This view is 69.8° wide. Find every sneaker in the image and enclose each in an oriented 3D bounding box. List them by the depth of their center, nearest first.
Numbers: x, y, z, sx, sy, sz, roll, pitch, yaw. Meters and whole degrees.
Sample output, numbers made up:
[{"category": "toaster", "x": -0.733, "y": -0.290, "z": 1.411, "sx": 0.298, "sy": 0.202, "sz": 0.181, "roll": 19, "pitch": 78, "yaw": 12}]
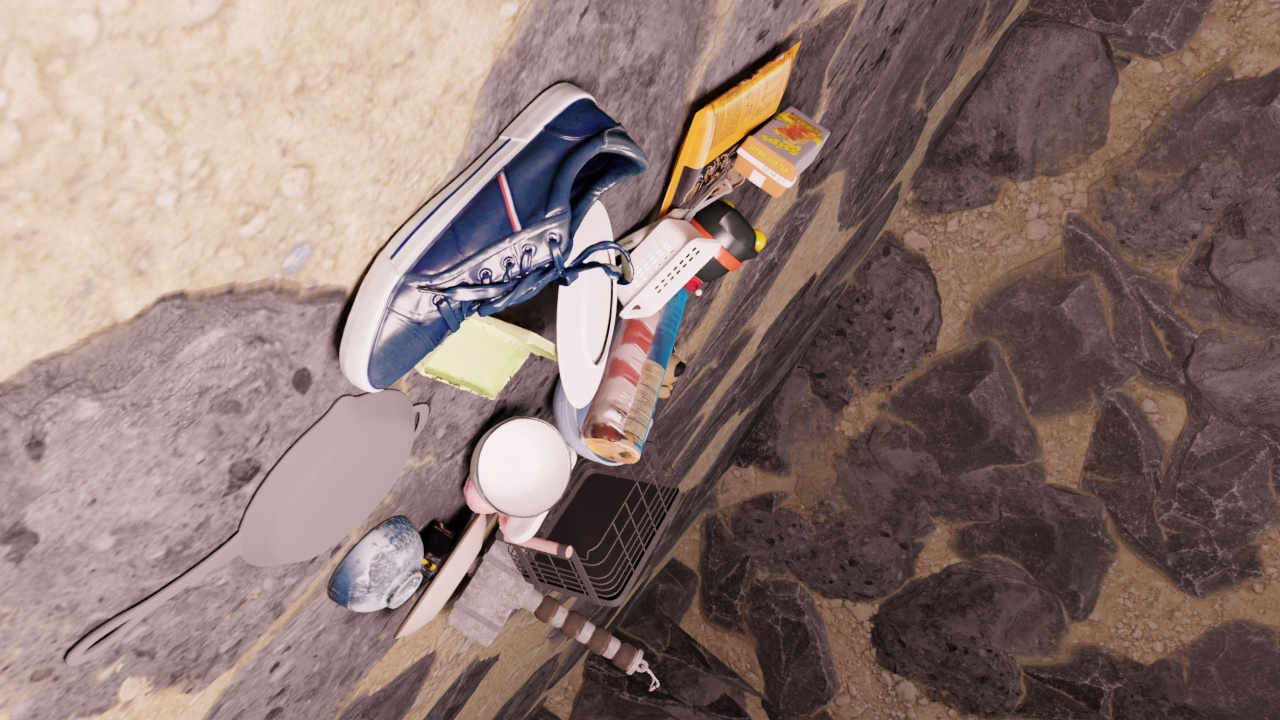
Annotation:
[{"category": "sneaker", "x": -0.099, "y": -0.073, "z": 0.709, "sx": 0.294, "sy": 0.127, "sz": 0.121, "roll": -48, "pitch": 164, "yaw": -10}]

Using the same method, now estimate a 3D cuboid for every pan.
[{"category": "pan", "x": -0.300, "y": 0.138, "z": 0.768, "sx": 0.353, "sy": 0.024, "sz": 0.217, "roll": -38, "pitch": 159, "yaw": -44}]

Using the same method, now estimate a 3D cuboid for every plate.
[{"category": "plate", "x": -0.045, "y": -0.056, "z": 0.916, "sx": 0.208, "sy": 0.015, "sz": 0.208, "roll": 6, "pitch": 89, "yaw": -79}, {"category": "plate", "x": -0.238, "y": 0.266, "z": 1.132, "sx": 0.189, "sy": 0.027, "sz": 0.188, "roll": -55, "pitch": -176, "yaw": 6}]

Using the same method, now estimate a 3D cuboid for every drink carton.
[{"category": "drink carton", "x": 0.171, "y": -0.251, "z": 1.100, "sx": 0.124, "sy": 0.076, "sz": 0.049, "roll": -45, "pitch": 169, "yaw": -46}]

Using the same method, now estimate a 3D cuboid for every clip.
[{"category": "clip", "x": 0.110, "y": -0.227, "z": 1.164, "sx": 0.041, "sy": 0.024, "sz": 0.061, "roll": -36, "pitch": -170, "yaw": -16}]

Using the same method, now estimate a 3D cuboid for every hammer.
[{"category": "hammer", "x": -0.106, "y": 0.380, "z": 1.339, "sx": 0.177, "sy": 0.326, "sz": 0.079, "roll": -58, "pitch": -178, "yaw": 17}]

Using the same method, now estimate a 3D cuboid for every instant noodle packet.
[{"category": "instant noodle packet", "x": 0.103, "y": -0.266, "z": 1.064, "sx": 0.220, "sy": 0.032, "sz": 0.160, "roll": -42, "pitch": 164, "yaw": -36}]

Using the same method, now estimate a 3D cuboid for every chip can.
[{"category": "chip can", "x": -0.007, "y": 0.007, "z": 1.118, "sx": 0.080, "sy": 0.080, "sz": 0.229, "roll": 92, "pitch": 14, "yaw": -66}]

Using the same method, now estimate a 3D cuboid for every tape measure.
[{"category": "tape measure", "x": -0.250, "y": 0.234, "z": 1.077, "sx": 0.063, "sy": 0.038, "sz": 0.067, "roll": -47, "pitch": -164, "yaw": 18}]

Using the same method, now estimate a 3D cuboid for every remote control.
[{"category": "remote control", "x": -0.118, "y": 0.158, "z": 1.097, "sx": 0.013, "sy": 0.043, "sz": 0.136, "roll": 55, "pitch": 52, "yaw": -37}]

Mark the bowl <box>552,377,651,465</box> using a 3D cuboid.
[{"category": "bowl", "x": -0.059, "y": 0.058, "z": 1.169, "sx": 0.150, "sy": 0.075, "sz": 0.150, "roll": 3, "pitch": 86, "yaw": -52}]

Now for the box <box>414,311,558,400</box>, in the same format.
[{"category": "box", "x": -0.133, "y": -0.009, "z": 0.880, "sx": 0.130, "sy": 0.064, "sz": 0.188, "roll": -12, "pitch": 168, "yaw": 11}]

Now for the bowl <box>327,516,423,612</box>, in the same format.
[{"category": "bowl", "x": -0.274, "y": 0.232, "z": 0.993, "sx": 0.114, "sy": 0.061, "sz": 0.114, "roll": -47, "pitch": 164, "yaw": -19}]

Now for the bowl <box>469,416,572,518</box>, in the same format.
[{"category": "bowl", "x": -0.144, "y": 0.122, "z": 1.057, "sx": 0.116, "sy": 0.116, "sz": 0.066, "roll": -47, "pitch": -163, "yaw": -23}]

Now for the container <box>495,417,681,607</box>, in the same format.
[{"category": "container", "x": -0.067, "y": 0.194, "z": 1.233, "sx": 0.240, "sy": 0.163, "sz": 0.130, "roll": -56, "pitch": 141, "yaw": -38}]

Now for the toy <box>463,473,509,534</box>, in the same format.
[{"category": "toy", "x": -0.160, "y": 0.159, "z": 1.120, "sx": 0.053, "sy": 0.105, "sz": 0.108, "roll": -11, "pitch": -158, "yaw": 49}]

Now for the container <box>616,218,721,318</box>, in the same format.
[{"category": "container", "x": 0.023, "y": -0.109, "z": 1.053, "sx": 0.129, "sy": 0.049, "sz": 0.080, "roll": -44, "pitch": 165, "yaw": 25}]

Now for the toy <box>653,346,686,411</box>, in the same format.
[{"category": "toy", "x": 0.011, "y": 0.011, "z": 1.311, "sx": 0.133, "sy": 0.106, "sz": 0.108, "roll": -40, "pitch": 150, "yaw": -52}]

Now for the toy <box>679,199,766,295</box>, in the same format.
[{"category": "toy", "x": 0.090, "y": -0.148, "z": 1.186, "sx": 0.119, "sy": 0.097, "sz": 0.099, "roll": -46, "pitch": 167, "yaw": 10}]

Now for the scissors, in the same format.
[{"category": "scissors", "x": 0.024, "y": -0.149, "z": 1.070, "sx": 0.178, "sy": 0.015, "sz": 0.199, "roll": -18, "pitch": 156, "yaw": -53}]
